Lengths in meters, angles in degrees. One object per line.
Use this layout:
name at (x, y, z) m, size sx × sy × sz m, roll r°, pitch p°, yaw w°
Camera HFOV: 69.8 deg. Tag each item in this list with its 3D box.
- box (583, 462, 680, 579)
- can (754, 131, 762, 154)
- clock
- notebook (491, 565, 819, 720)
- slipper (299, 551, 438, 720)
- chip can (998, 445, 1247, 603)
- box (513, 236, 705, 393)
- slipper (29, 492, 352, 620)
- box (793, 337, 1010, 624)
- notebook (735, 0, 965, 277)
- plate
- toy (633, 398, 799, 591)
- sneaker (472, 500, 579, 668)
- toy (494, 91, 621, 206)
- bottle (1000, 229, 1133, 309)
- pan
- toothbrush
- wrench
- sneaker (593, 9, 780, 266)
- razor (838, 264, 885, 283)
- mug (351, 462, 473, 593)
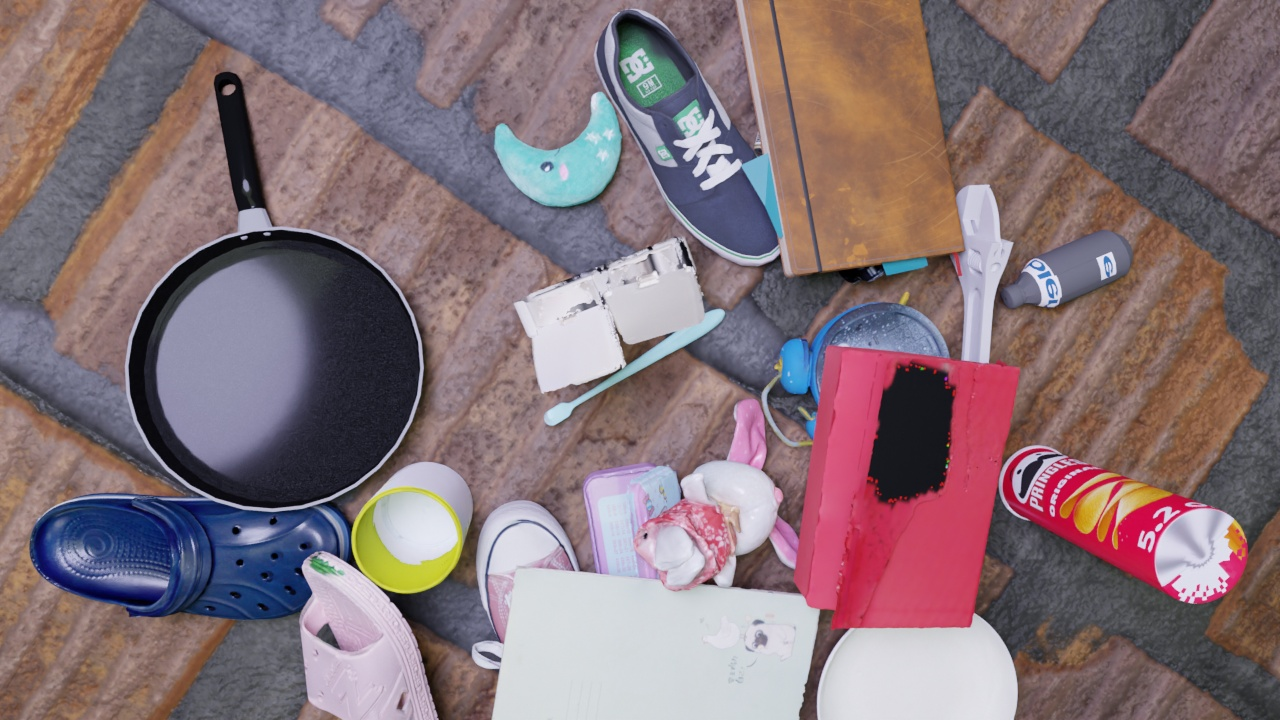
box at (0.011, 0.197, 0.785) m, size 0.077 × 0.096 × 0.214 m, roll -12°, pitch 97°, yaw -31°
can at (0.123, -0.211, 0.765) m, size 0.038 × 0.038 × 0.079 m, roll 14°, pitch 94°, yaw -6°
clock at (0.181, 0.016, 0.782) m, size 0.161 × 0.060 × 0.117 m, roll -27°, pitch 98°, yaw 0°
notebook at (0.012, 0.264, 0.733) m, size 0.252 × 0.010 × 0.182 m, roll 9°, pitch 94°, yaw -11°
slipper at (-0.217, 0.260, 0.727) m, size 0.094 × 0.064 × 0.239 m, roll 10°, pitch 125°, yaw 35°
chip can at (0.368, 0.121, 0.725) m, size 0.069 × 0.220 × 0.069 m, roll 0°, pitch 95°, yaw -5°
box at (-0.021, -0.036, 0.693) m, size 0.143 × 0.191 × 0.069 m, roll -21°, pitch 98°, yaw 4°
slipper at (-0.366, 0.163, 0.738) m, size 0.253 × 0.095 × 0.105 m, roll 4°, pitch 93°, yaw -2°
box at (0.228, 0.084, 0.840) m, size 0.153 × 0.325 × 0.214 m, roll 8°, pitch 98°, yaw 11°
notebook at (0.165, -0.183, 0.738) m, size 0.178 × 0.014 × 0.249 m, roll -9°, pitch 88°, yaw -17°
plate at (0.245, 0.298, 0.827) m, size 0.182 × 0.034 × 0.182 m, roll 0°, pitch 96°, yaw -4°
toy at (0.067, 0.124, 0.740) m, size 0.084 × 0.193 × 0.159 m, roll -15°, pitch 93°, yaw 37°
sneaker at (-0.077, 0.239, 0.769) m, size 0.118 × 0.088 × 0.241 m, roll -19°, pitch 97°, yaw -3°
toy at (-0.065, -0.170, 0.759) m, size 0.105 × 0.033 × 0.085 m, roll -17°, pitch 86°, yaw -2°
bottle at (0.367, -0.075, 0.794) m, size 0.112 × 0.047 × 0.047 m, roll -23°, pitch 97°, yaw -2°
pan at (-0.302, -0.058, 0.742) m, size 0.225 × 0.034 × 0.356 m, roll -11°, pitch 86°, yaw -8°
toothbrush at (-0.005, 0.005, 0.789) m, size 0.180 × 0.016 × 0.016 m, roll -31°, pitch 95°, yaw -2°
wrench at (0.283, -0.012, 0.790) m, size 0.018 × 0.086 × 0.273 m, roll -3°, pitch 106°, yaw -5°
sneaker at (0.044, -0.176, 0.742) m, size 0.084 × 0.079 × 0.235 m, roll -36°, pitch 98°, yaw -1°
razor at (0.192, -0.141, 0.776) m, size 0.067 × 0.054 × 0.151 m, roll 6°, pitch 88°, yaw -17°
mug at (-0.180, 0.131, 0.741) m, size 0.082 × 0.106 × 0.082 m, roll 0°, pitch 95°, yaw -5°
